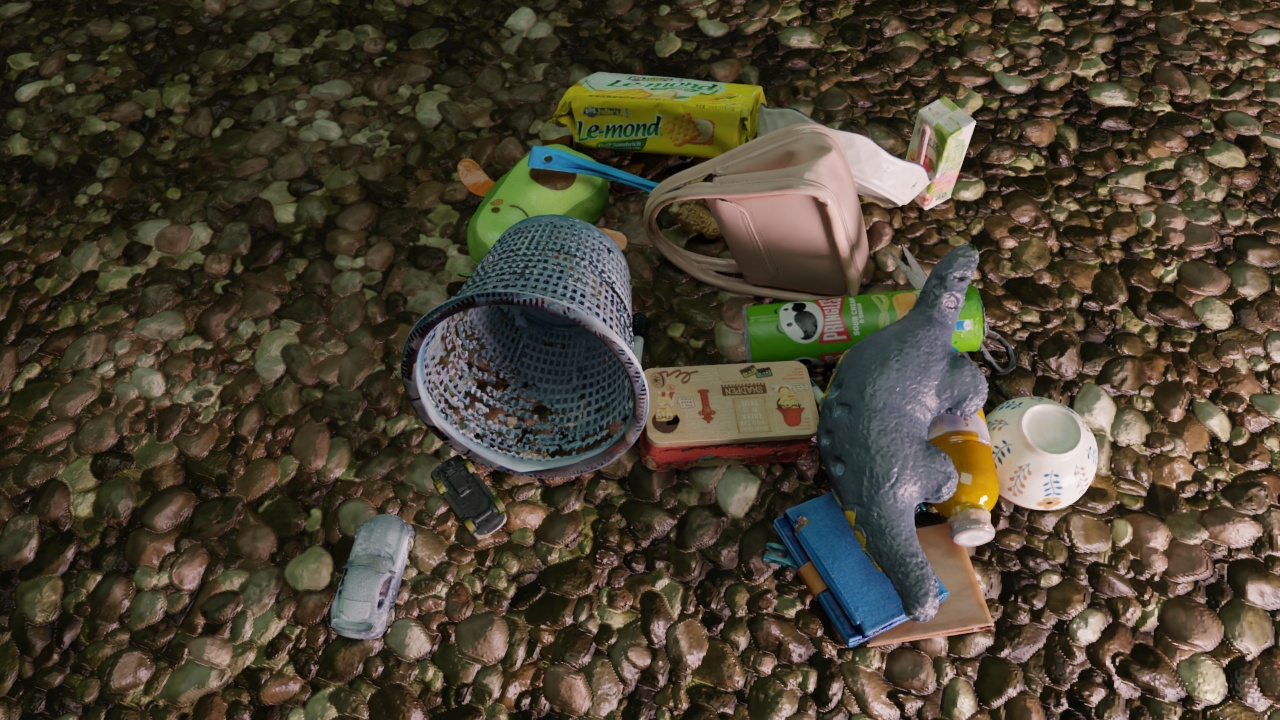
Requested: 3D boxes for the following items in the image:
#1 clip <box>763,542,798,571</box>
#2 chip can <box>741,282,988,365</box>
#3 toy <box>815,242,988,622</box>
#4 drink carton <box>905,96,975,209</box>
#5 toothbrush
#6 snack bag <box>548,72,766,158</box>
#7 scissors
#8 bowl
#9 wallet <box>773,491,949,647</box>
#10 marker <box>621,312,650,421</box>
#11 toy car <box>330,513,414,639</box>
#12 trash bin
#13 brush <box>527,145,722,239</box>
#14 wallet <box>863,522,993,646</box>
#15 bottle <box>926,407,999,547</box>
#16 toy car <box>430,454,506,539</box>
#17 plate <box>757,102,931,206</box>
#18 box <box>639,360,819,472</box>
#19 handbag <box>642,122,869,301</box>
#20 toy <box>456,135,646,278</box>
[{"bbox_3d":[0.142,0.184,0.854,0.056,0.014,0.041,9,59,9],"label":"clip"},{"bbox_3d":[0.223,-0.034,0.933,0.236,0.072,0.072,-5,58,8],"label":"chip can"},{"bbox_3d":[0.232,0.050,0.831,0.138,0.091,0.355,4,66,33],"label":"toy"},{"bbox_3d":[0.332,-0.231,1.036,0.045,0.123,0.053,-30,62,-13],"label":"drink carton"},{"bbox_3d":[0.214,0.080,0.914,0.018,0.016,0.191,-36,63,-6],"label":"toothbrush"},{"bbox_3d":[0.028,-0.292,1.094,0.247,0.068,0.157,8,28,10],"label":"snack bag"},{"bbox_3d":[0.314,-0.042,0.962,0.172,0.014,0.145,22,76,9],"label":"scissors"},{"bbox_3d":[0.383,0.079,0.878,0.113,0.062,0.113,-1,57,1],"label":"bowl"},{"bbox_3d":[0.195,0.179,0.825,0.106,0.040,0.133,-21,53,-15],"label":"wallet"},{"bbox_3d":[-0.006,0.006,0.971,0.022,0.018,0.130,8,58,-3],"label":"marker"},{"bbox_3d":[-0.250,0.200,0.856,0.054,0.037,0.120,5,56,7],"label":"toy car"},{"bbox_3d":[-0.093,-0.031,0.894,0.227,0.227,0.194,5,41,6],"label":"trash bin"},{"bbox_3d":[0.001,-0.196,1.019,0.254,0.083,0.045,12,38,-15],"label":"brush"},{"bbox_3d":[0.248,0.203,0.834,0.115,0.020,0.101,-10,56,0],"label":"wallet"},{"bbox_3d":[0.296,0.082,0.868,0.068,0.068,0.189,-1,53,3],"label":"bottle"},{"bbox_3d":[-0.165,0.134,0.890,0.042,0.035,0.090,-36,63,-16],"label":"toy car"},{"bbox_3d":[0.218,-0.223,1.014,0.205,0.204,0.045,28,101,19],"label":"plate"},{"bbox_3d":[0.082,0.061,0.905,0.168,0.079,0.091,-3,57,-6],"label":"box"},{"bbox_3d":[0.111,-0.140,0.960,0.235,0.193,0.093,-2,55,26],"label":"handbag"},{"bbox_3d":[-0.110,-0.181,1.050,0.227,0.090,0.246,26,59,17],"label":"toy"}]
